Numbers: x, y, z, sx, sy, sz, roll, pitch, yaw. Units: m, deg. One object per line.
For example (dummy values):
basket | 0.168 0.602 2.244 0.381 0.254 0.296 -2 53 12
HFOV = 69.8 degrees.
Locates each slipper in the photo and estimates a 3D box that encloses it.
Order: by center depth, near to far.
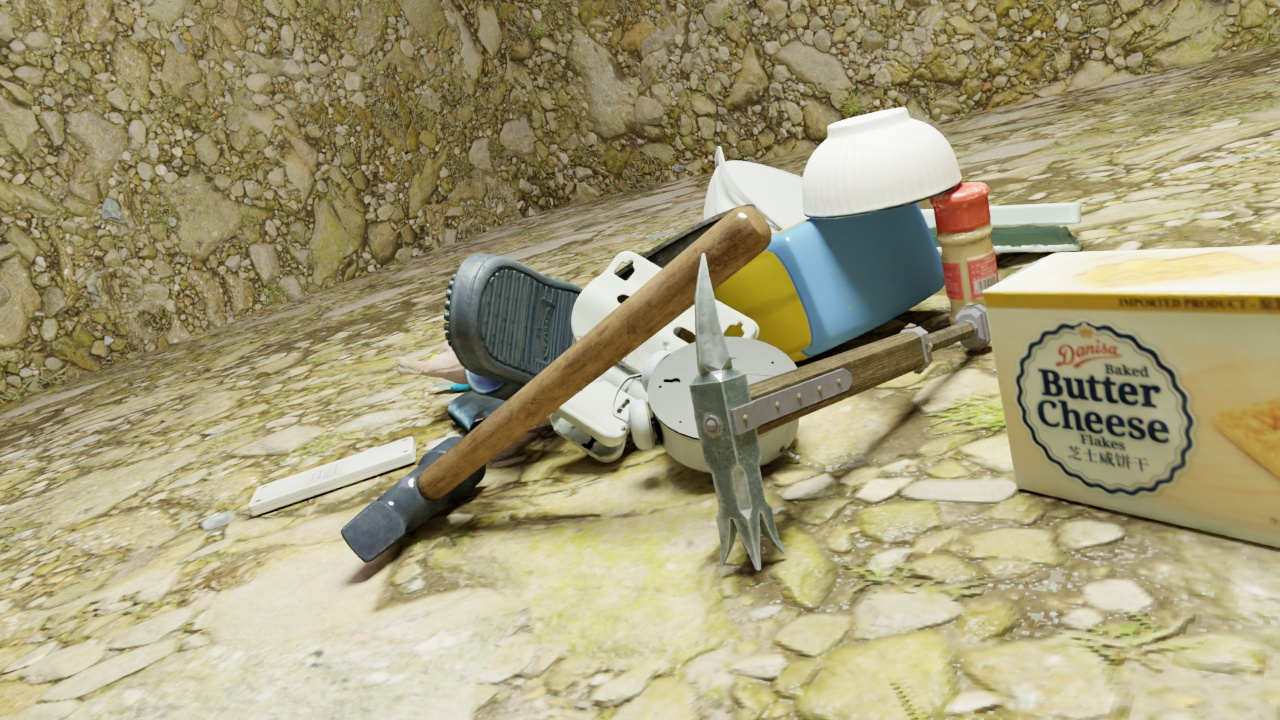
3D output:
slipper | -0.098 -0.019 0.677 0.082 0.101 0.263 5 -9 15

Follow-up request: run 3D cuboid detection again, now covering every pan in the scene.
pan | -0.006 -0.058 0.889 0.187 0.055 0.358 -28 -5 -25

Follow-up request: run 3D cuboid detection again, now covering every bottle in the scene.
bottle | 0.245 -0.076 0.686 0.044 0.109 0.044 -14 18 4

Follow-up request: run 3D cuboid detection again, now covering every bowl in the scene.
bowl | 0.175 -0.152 0.689 0.118 0.062 0.118 -14 16 4

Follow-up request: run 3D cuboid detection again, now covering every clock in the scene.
clock | 0.042 0.027 0.578 0.123 0.035 0.094 4 42 16

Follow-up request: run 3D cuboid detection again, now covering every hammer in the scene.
hammer | -0.052 0.016 0.539 0.323 0.040 0.129 -38 2 28
hammer | 0.137 -0.002 0.540 0.028 0.147 0.316 -8 5 43

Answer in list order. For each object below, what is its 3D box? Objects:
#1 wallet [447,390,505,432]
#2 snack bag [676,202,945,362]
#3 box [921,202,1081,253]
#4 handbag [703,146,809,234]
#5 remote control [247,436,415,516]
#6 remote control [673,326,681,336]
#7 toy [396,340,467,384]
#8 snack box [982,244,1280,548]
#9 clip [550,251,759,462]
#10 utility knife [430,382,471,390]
wallet | -0.110 0.034 0.820 0.114 0.026 0.089 -21 17 -21
snack bag | 0.130 -0.059 0.796 0.158 0.102 0.206 -25 2 -32
box | 0.306 -0.127 0.871 0.199 0.066 0.082 -1 34 11
handbag | 0.181 -0.150 0.975 0.222 0.096 0.215 11 35 -6
remote control | -0.255 0.096 0.768 0.135 0.011 0.050 -18 14 -10
remote control | 0.030 -0.020 0.902 0.136 0.013 0.043 -18 14 -9
toy | -0.156 -0.023 0.957 0.196 0.065 0.264 -9 9 -14
snack box | 0.241 0.012 0.356 0.057 0.104 0.208 -23 16 -27
clip | -0.002 0.009 0.667 0.126 0.097 0.152 30 76 18
utility knife | -0.149 0.020 0.942 0.179 0.015 0.031 -8 11 34
